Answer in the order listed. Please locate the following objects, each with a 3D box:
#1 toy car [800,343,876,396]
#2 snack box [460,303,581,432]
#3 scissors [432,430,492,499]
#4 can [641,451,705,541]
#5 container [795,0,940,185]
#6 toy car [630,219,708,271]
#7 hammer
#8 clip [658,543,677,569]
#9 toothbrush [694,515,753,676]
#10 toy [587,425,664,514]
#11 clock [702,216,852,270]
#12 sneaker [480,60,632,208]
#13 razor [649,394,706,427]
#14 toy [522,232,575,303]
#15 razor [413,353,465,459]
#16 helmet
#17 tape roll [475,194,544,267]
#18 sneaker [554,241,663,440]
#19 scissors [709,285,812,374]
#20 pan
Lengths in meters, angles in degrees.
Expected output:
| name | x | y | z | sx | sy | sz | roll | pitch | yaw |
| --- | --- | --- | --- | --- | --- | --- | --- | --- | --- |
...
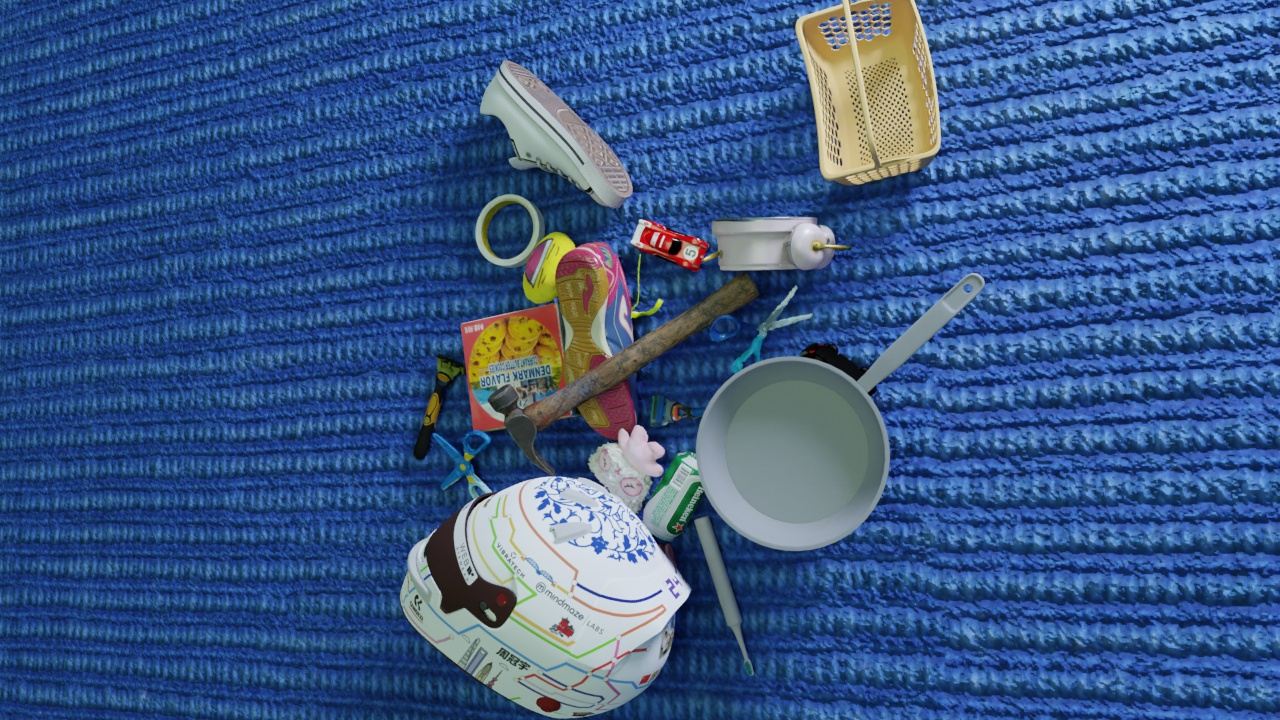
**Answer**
| name | x | y | z | sx | sy | sz | roll | pitch | yaw |
| --- | --- | --- | --- | --- | --- | --- | --- | --- | --- |
| toy car | 0.221 | 0.015 | 1.031 | 0.092 | 0.042 | 0.036 | 38 | 125 | 18 |
| snack box | -0.152 | 0.011 | 1.171 | 0.143 | 0.040 | 0.145 | -11 | 83 | 20 |
| scissors | -0.224 | 0.139 | 1.191 | 0.126 | 0.013 | 0.130 | -40 | 83 | 35 |
| can | 0.044 | 0.159 | 1.081 | 0.053 | 0.053 | 0.101 | 32 | 98 | 19 |
| container | 0.243 | -0.290 | 0.972 | 0.129 | 0.167 | 0.183 | -11 | 83 | 20 |
| toy car | 0.036 | -0.141 | 1.117 | 0.089 | 0.025 | 0.038 | 23 | 95 | 20 |
| hammer | -0.006 | 0.006 | 1.057 | 0.330 | 0.033 | 0.120 | -32 | 104 | 5 |
| clip | 0.037 | 0.250 | 1.096 | 0.045 | 0.023 | 0.060 | 14 | 93 | 16 |
| toothbrush | 0.100 | 0.274 | 1.071 | 0.018 | 0.019 | 0.188 | -21 | 80 | 20 |
| toy | -0.016 | 0.126 | 1.099 | 0.095 | 0.041 | 0.109 | 46 | 123 | 14 |
| clock | 0.156 | -0.130 | 1.026 | 0.158 | 0.116 | 0.059 | 2 | 98 | 21 |
| sneaker | -0.117 | -0.264 | 1.154 | 0.245 | 0.091 | 0.097 | 46 | 114 | 14 |
| razor | 0.081 | 0.062 | 1.092 | 0.141 | 0.018 | 0.043 | -2 | 62 | 18 |
| toy | -0.115 | -0.116 | 1.152 | 0.094 | 0.041 | 0.095 | 17 | 83 | 54 |
| razor | -0.275 | 0.065 | 1.226 | 0.044 | 0.021 | 0.144 | 21 | 97 | 20 |
| helmet | -0.101 | 0.245 | 1.034 | 0.314 | 0.230 | 0.236 | 32 | 106 | 12 |
| tape roll | -0.171 | -0.169 | 1.200 | 0.094 | 0.019 | 0.094 | -1 | 86 | 20 |
| sneaker | -0.033 | -0.025 | 1.116 | 0.116 | 0.090 | 0.242 | -2 | 105 | 26 |
| scissors | 0.133 | -0.039 | 1.045 | 0.129 | 0.118 | 0.014 | -51 | 36 | 19 |
| pan | 0.212 | 0.043 | 0.944 | 0.357 | 0.050 | 0.200 | -45 | 74 | 12 |
